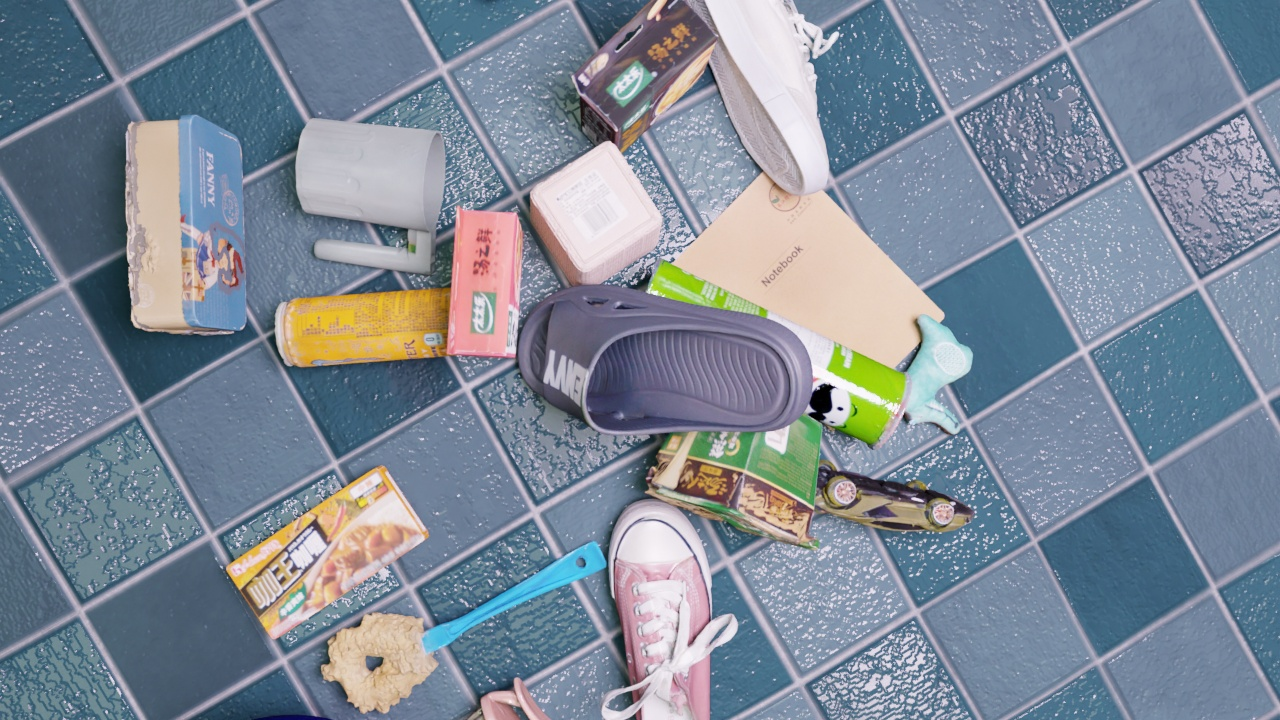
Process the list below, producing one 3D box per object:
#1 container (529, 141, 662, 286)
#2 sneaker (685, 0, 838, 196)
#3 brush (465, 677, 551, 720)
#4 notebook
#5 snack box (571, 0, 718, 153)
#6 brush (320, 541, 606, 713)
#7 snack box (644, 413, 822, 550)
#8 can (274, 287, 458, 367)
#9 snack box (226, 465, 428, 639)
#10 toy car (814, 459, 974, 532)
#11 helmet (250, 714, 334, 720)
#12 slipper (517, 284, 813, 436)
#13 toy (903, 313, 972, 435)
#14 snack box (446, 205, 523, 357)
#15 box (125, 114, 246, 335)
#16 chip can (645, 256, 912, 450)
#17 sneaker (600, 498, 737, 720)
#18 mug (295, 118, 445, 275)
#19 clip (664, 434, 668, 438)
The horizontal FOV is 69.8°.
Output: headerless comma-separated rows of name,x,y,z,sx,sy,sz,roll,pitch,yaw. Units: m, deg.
container,-0.037,-0.118,0.753,0.090,0.111,0.090,-33,91,-3
sneaker,0.114,-0.257,0.779,0.090,0.089,0.242,-25,85,-7
brush,-0.088,0.341,0.775,0.073,0.063,0.145,-34,90,1
notebook,0.149,-0.061,0.815,0.207,0.008,0.148,45,88,-2
snack box,0.002,-0.231,0.748,0.113,0.125,0.053,-44,92,-3
brush,-0.148,0.221,0.787,0.254,0.046,0.083,-25,87,-7
snack box,0.085,0.081,0.749,0.118,0.118,0.105,29,76,-41
can,-0.224,-0.028,0.769,0.146,0.058,0.058,-4,90,-3
snack box,-0.265,0.162,0.783,0.153,0.026,0.075,-33,91,-3
toy car,0.207,0.120,0.787,0.158,0.070,0.042,10,97,-2
helmet,-0.247,0.415,0.676,0.239,0.248,0.315,-37,89,-37
slipper,-0.004,0.004,0.704,0.269,0.083,0.111,7,108,33
toy,0.258,0.020,0.812,0.096,0.030,0.092,38,93,-10
snack box,-0.122,-0.059,0.740,0.044,0.127,0.113,4,90,-4
box,-0.367,-0.113,0.746,0.059,0.089,0.184,0,91,3
chip can,0.107,-0.007,0.773,0.236,0.072,0.072,25,88,-2
sneaker,0.022,0.239,0.768,0.118,0.088,0.241,-4,91,-3
mug,-0.223,-0.136,0.765,0.103,0.083,0.124,7,114,-2
clip,0.036,0.090,0.806,0.043,0.014,0.056,-17,90,-4
